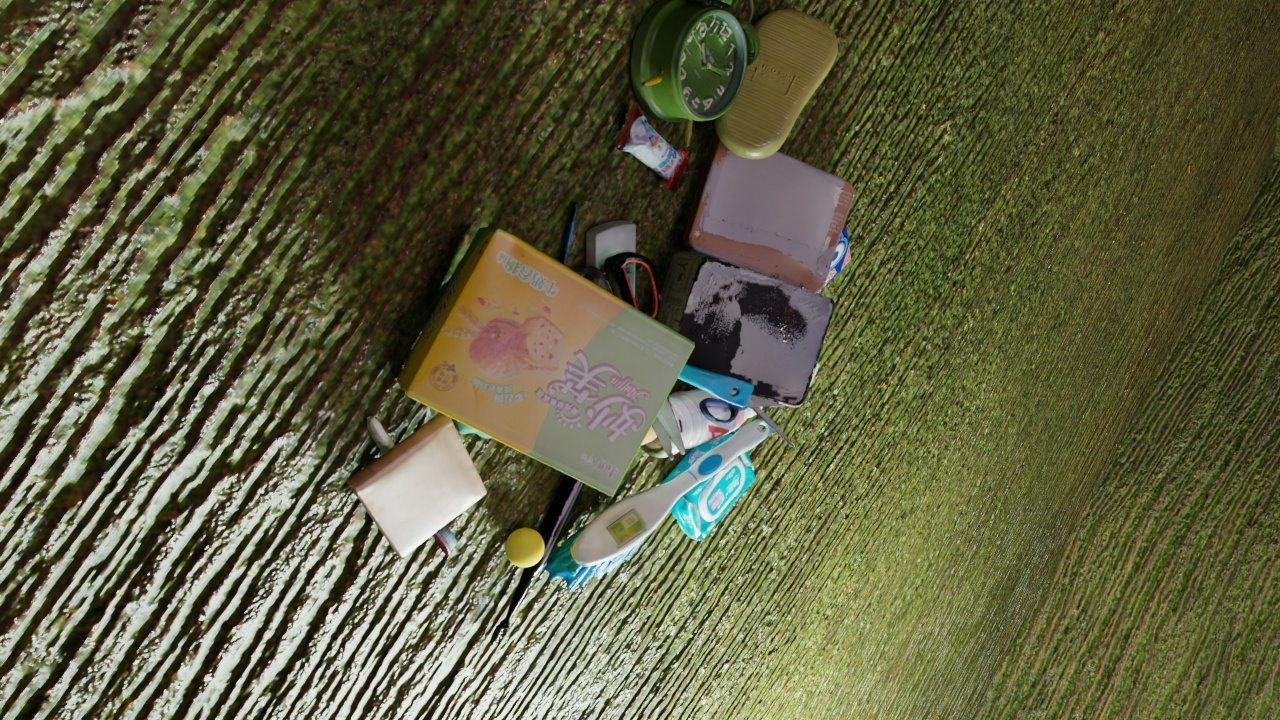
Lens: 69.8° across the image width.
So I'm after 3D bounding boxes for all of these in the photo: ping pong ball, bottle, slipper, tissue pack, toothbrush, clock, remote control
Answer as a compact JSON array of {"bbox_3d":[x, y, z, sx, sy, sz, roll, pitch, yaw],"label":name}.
[{"bbox_3d":[-0.119,0.193,0.947,0.040,0.040,0.040,-24,126,-39],"label":"ping pong ball"},{"bbox_3d":[0.076,0.063,1.079,0.196,0.068,0.068,-11,117,-48],"label":"bottle"},{"bbox_3d":[0.134,-0.283,0.965,0.190,0.091,0.082,-61,-179,-19],"label":"slipper"},{"bbox_3d":[0.089,0.149,1.148,0.133,0.050,0.093,-46,136,-22],"label":"tissue pack"},{"bbox_3d":[-0.084,-0.059,0.880,0.016,0.014,0.190,8,104,-25],"label":"toothbrush"},{"bbox_3d":[-0.109,0.205,0.977,0.212,0.026,0.027,-64,164,-1],"label":"toothbrush"},{"bbox_3d":[-0.205,0.116,0.834,0.017,0.016,0.188,-48,138,-32],"label":"toothbrush"},{"bbox_3d":[0.059,-0.299,0.880,0.161,0.056,0.116,-59,141,-9],"label":"clock"},{"bbox_3d":[-0.030,-0.073,0.927,0.056,0.019,0.135,-21,124,-40],"label":"remote control"}]

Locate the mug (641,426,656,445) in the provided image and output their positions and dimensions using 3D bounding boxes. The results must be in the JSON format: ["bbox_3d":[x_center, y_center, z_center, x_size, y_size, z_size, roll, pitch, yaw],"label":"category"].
[{"bbox_3d":[-0.036,0.068,0.953,0.122,0.078,0.078,-8,115,-51],"label":"mug"}]

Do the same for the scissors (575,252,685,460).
[{"bbox_3d":[0.012,-0.003,0.918,0.148,0.021,0.235,-43,109,8],"label":"scissors"}]

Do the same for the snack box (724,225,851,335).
[{"bbox_3d":[0.175,-0.092,1.114,0.207,0.057,0.058,-45,137,-22],"label":"snack box"}]

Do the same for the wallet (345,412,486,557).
[{"bbox_3d":[-0.194,0.112,0.815,0.101,0.020,0.115,-38,137,-20],"label":"wallet"}]

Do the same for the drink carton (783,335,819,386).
[{"bbox_3d":[0.178,-0.009,1.164,0.122,0.053,0.045,34,81,-51],"label":"drink carton"}]

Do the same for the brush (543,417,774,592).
[{"bbox_3d":[0.031,0.155,1.046,0.313,0.060,0.110,-28,165,-39],"label":"brush"}]

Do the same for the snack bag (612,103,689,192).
[{"bbox_3d":[0.012,-0.207,0.899,0.105,0.026,0.045,28,91,-48],"label":"snack bag"}]

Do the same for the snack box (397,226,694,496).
[{"bbox_3d":[-0.080,0.002,0.799,0.210,0.070,0.157,29,87,-20],"label":"snack box"}]

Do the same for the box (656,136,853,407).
[{"bbox_3d":[0.125,-0.097,0.993,0.176,0.082,0.259,16,93,-22],"label":"box"}]

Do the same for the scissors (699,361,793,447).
[{"bbox_3d":[0.120,0.043,1.074,0.012,0.162,0.174,-37,171,38],"label":"scissors"}]

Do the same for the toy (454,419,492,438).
[{"bbox_3d":[-0.148,0.025,0.842,0.096,0.030,0.092,13,95,-43],"label":"toy"}]

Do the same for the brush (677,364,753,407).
[{"bbox_3d":[-0.004,-0.005,0.881,0.254,0.046,0.083,20,97,-16],"label":"brush"}]
